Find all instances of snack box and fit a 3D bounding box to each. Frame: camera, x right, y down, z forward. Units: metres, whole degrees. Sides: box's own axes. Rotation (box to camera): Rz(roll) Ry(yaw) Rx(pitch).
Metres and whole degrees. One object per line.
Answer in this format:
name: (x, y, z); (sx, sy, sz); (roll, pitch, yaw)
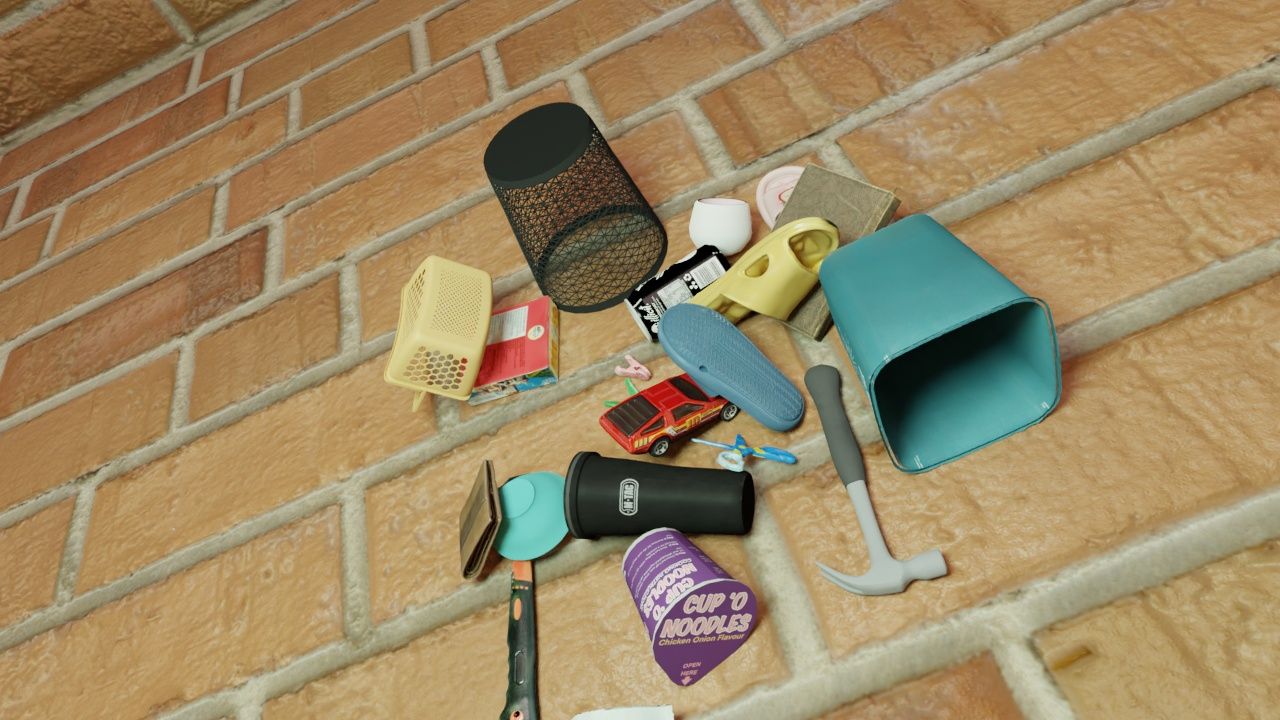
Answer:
snack box: (-0.193, -0.016, 1.362); (0.145, 0.040, 0.142); (-16, 48, 14)

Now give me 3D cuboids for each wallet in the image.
wallet: (-0.199, 0.196, 1.127); (0.027, 0.121, 0.098); (9, 38, -22)

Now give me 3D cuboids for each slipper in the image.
slipper: (0.106, 0.014, 1.128); (0.214, 0.059, 0.103); (40, 48, 7)
slipper: (0.152, -0.082, 1.170); (0.264, 0.099, 0.078); (-34, 61, 35)
slipper: (0.236, -0.207, 1.298); (0.107, 0.056, 0.221); (-24, 48, 4)

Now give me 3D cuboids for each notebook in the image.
notebook: (0.244, -0.139, 1.196); (0.190, 0.034, 0.215); (34, 98, 42)

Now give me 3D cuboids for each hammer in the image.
hammer: (-0.142, 0.282, 1.102); (0.133, 0.033, 0.332); (-16, 49, 13)
hammer: (0.236, 0.125, 1.044); (0.125, 0.029, 0.310); (-19, 47, 10)

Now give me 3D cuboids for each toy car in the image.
toy car: (0.044, 0.058, 1.146); (0.189, 0.056, 0.081); (-22, 43, -27)

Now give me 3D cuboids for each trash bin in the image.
trash bin: (0.319, -0.032, 1.032); (0.199, 0.197, 0.218); (-24, 40, 5)
trash bin: (-0.102, -0.230, 1.353); (0.217, 0.243, 0.216); (-14, 49, 16)

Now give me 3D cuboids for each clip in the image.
clip: (-0.013, 0.014, 1.263); (0.050, 0.023, 0.058); (-34, 45, 4)

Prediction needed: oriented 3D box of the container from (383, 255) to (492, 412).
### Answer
container: (-0.289, -0.033, 1.321); (0.167, 0.129, 0.183); (-52, 29, 44)

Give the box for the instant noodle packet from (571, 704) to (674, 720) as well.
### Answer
instant noodle packet: (-0.020, 0.473, 0.869); (0.147, 0.057, 0.268); (-17, 53, 15)

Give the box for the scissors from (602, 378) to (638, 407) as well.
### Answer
scissors: (0.009, 0.059, 1.220); (0.117, 0.012, 0.129); (-28, 48, 2)

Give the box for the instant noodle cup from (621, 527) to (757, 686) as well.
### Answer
instant noodle cup: (0.039, 0.255, 0.990); (0.122, 0.121, 0.137); (46, 125, 53)

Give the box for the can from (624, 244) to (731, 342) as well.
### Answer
can: (0.057, -0.094, 1.275); (0.146, 0.080, 0.080); (-32, 46, -2)

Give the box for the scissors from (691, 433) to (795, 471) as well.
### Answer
scissors: (0.120, 0.109, 1.082); (0.125, 0.129, 0.013); (11, 101, 9)

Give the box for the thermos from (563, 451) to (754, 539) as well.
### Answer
thermos: (0.019, 0.162, 1.076); (0.219, 0.106, 0.105); (0, 53, 20)

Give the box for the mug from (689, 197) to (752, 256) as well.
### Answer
mug: (0.110, -0.196, 1.336); (0.090, 0.076, 0.124); (-4, 19, -17)

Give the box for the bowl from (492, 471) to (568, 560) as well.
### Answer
bowl: (-0.144, 0.180, 1.129); (0.121, 0.046, 0.121); (-14, 50, 17)
